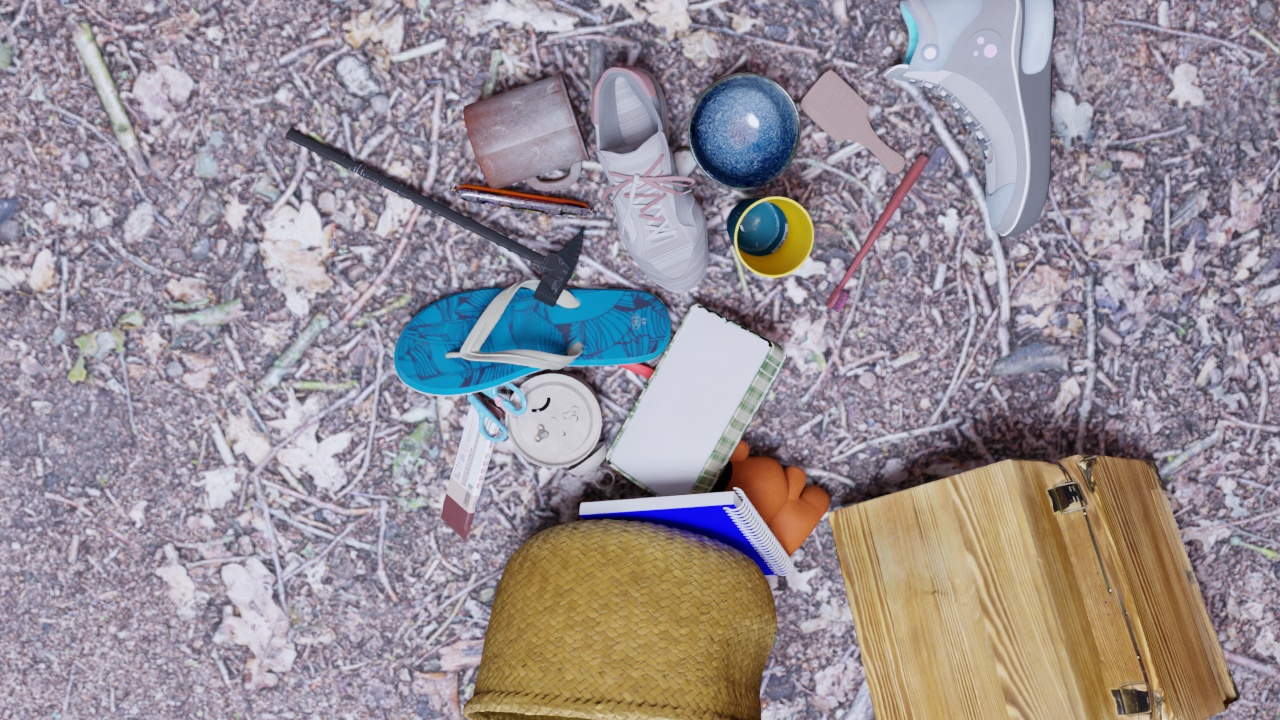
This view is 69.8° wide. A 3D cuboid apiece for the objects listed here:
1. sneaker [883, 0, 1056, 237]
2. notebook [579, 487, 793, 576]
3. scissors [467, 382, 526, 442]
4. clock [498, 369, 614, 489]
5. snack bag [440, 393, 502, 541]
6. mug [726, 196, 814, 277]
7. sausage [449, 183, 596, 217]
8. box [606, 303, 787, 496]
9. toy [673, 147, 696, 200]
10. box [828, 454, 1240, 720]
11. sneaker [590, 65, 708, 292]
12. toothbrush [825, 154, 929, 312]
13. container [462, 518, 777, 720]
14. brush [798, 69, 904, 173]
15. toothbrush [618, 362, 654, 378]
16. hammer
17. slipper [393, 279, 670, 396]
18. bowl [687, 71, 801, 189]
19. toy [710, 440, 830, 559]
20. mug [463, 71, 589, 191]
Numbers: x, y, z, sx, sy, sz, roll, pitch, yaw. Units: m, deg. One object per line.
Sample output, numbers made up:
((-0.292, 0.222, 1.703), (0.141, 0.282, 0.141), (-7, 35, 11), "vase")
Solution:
((0.333, -0.254, 0.944), (0.160, 0.093, 0.257), (-1, 106, 6), "sneaker")
((0.056, 0.191, 0.979), (0.172, 0.022, 0.209), (-8, 147, 21), "notebook")
((-0.186, 0.037, 1.000), (0.141, 0.015, 0.076), (31, 110, 23), "scissors")
((-0.080, 0.078, 1.016), (0.103, 0.061, 0.157), (-36, 96, 8), "clock")
((-0.190, 0.119, 1.029), (0.013, 0.057, 0.158), (3, 108, -47), "snack bag")
((0.126, -0.133, 0.939), (0.078, 0.121, 0.078), (-1, 104, -3), "mug")
((-0.122, -0.167, 0.961), (0.155, 0.020, 0.020), (6, 104, -13), "sausage")
((0.059, 0.050, 0.980), (0.118, 0.051, 0.205), (28, 89, 31), "box")
((0.024, -0.167, 0.967), (0.079, 0.038, 0.122), (-3, 96, 6), "toy")
((0.441, 0.263, 0.997), (0.335, 0.287, 0.278), (8, 65, -39), "box")
((0.002, -0.180, 0.904), (0.099, 0.089, 0.236), (-17, 91, 19), "sneaker")
((0.259, -0.137, 1.000), (0.016, 0.016, 0.190), (28, 101, -14), "toothbrush")
((-0.013, 0.291, 0.951), (0.307, 0.308, 0.196), (9, 60, -5), "container")
((0.229, -0.246, 0.973), (0.135, 0.015, 0.050), (37, 101, -17), "brush")
((-0.006, 0.006, 1.026), (0.212, 0.018, 0.012), (22, 102, -12), "toothbrush")
((-0.215, -0.167, 0.955), (0.325, 0.015, 0.094), (27, 62, -3), "hammer")
((-0.113, -0.034, 0.963), (0.295, 0.060, 0.118), (-6, 68, -5), "slipper")
((0.102, -0.236, 0.943), (0.114, 0.060, 0.114), (-1, 105, -5), "bowl")
((0.131, 0.157, 1.030), (0.176, 0.096, 0.112), (32, 102, -33), "toy")
((-0.110, -0.218, 0.931), (0.110, 0.096, 0.123), (-14, 135, 6), "mug")
